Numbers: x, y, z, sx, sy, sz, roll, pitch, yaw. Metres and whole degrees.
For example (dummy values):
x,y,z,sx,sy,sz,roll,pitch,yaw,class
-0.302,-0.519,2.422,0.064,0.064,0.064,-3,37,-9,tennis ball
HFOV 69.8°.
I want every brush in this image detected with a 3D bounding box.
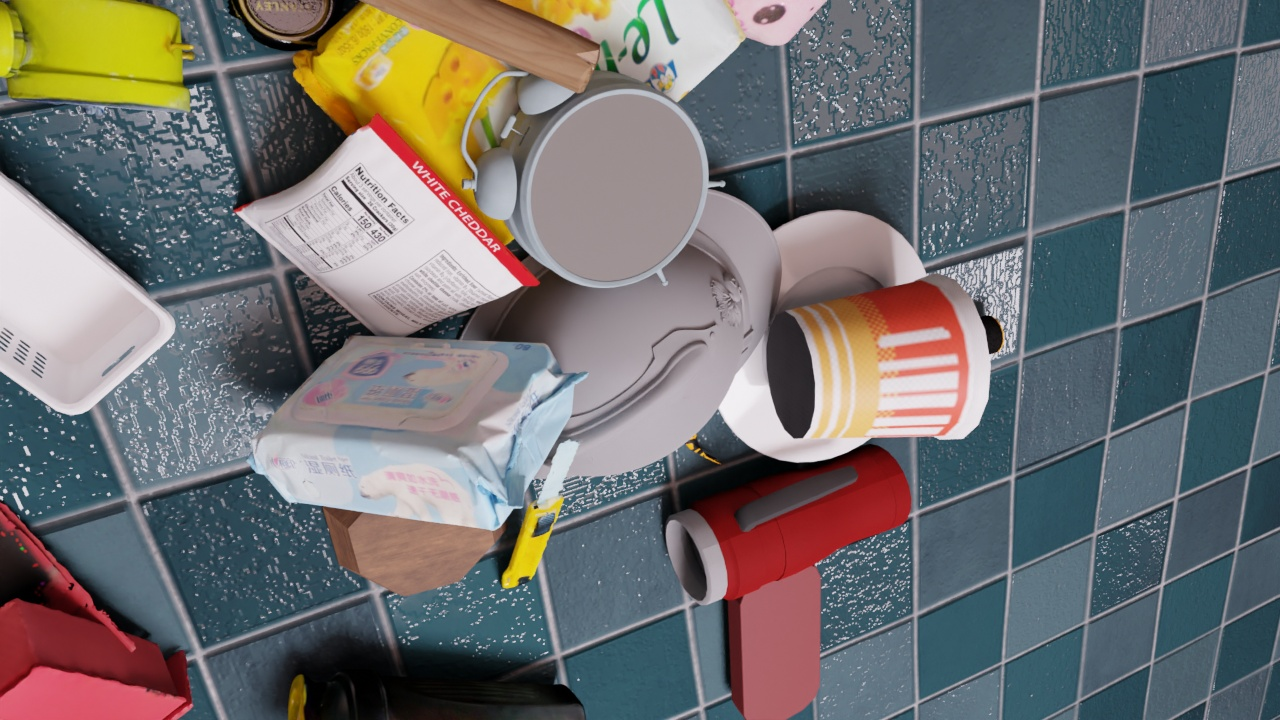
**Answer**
x,y,z,sx,sy,sz,roll,pitch,yaw,class
0.119,0.250,0.839,0.082,0.042,0.173,-13,115,-20,brush

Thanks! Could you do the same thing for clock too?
x,y,z,sx,sy,sz,roll,pitch,yaw,class
-0.289,-0.154,0.464,0.119,0.083,0.057,-2,105,-28,clock
-0.030,-0.109,0.533,0.159,0.045,0.122,24,101,-36,clock

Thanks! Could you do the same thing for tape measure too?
x,y,z,sx,sy,sz,roll,pitch,yaw,class
-0.199,-0.206,0.515,0.061,0.034,0.061,-2,108,-23,tape measure

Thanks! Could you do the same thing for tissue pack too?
x,y,z,sx,sy,sz,roll,pitch,yaw,class
-0.130,0.037,0.549,0.111,0.182,0.070,-58,141,-49,tissue pack

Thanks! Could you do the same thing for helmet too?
x,y,z,sx,sy,sz,roll,pitch,yaw,class
-0.004,0.004,0.623,0.271,0.117,0.183,-36,116,2,helmet

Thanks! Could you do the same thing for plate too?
x,y,z,sx,sy,sz,roll,pitch,yaw,class
0.151,-0.015,0.733,0.208,0.015,0.209,-6,108,-20,plate
-0.157,0.118,0.658,0.131,0.025,0.131,-9,118,-17,plate

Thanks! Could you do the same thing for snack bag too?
x,y,z,sx,sy,sz,roll,pitch,yaw,class
-0.069,-0.186,0.546,0.247,0.068,0.159,-41,125,-3,snack bag
-0.154,-0.066,0.546,0.131,0.144,0.039,47,43,-31,snack bag

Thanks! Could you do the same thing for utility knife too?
x,y,z,sx,sy,sz,roll,pitch,yaw,class
-0.072,0.113,0.643,0.030,0.019,0.225,-23,151,-30,utility knife

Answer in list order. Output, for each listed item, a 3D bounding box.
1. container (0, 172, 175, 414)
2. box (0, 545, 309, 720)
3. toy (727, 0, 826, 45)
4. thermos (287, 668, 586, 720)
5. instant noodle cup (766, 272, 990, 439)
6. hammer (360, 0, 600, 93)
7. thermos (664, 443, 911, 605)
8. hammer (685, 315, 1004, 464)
x,y,z,sx,sy,sz,roll,pitch,yaw,class
-0.334,-0.041,0.506,0.080,0.049,0.129,-43,121,-5,container
-0.422,0.256,0.705,0.214,0.479,0.171,-38,97,-8,box
0.126,-0.307,0.568,0.087,0.189,0.239,32,124,-4,toy
-0.151,0.286,0.698,0.220,0.098,0.098,14,103,-33,thermos
0.166,0.004,0.674,0.121,0.123,0.123,-7,112,-12,instant noodle cup
-0.175,-0.210,0.451,0.328,0.052,0.098,24,99,-7,hammer
0.127,0.128,0.763,0.198,0.084,0.108,-16,152,-21,thermos
0.172,0.007,0.776,0.320,0.036,0.123,-10,114,-19,hammer
